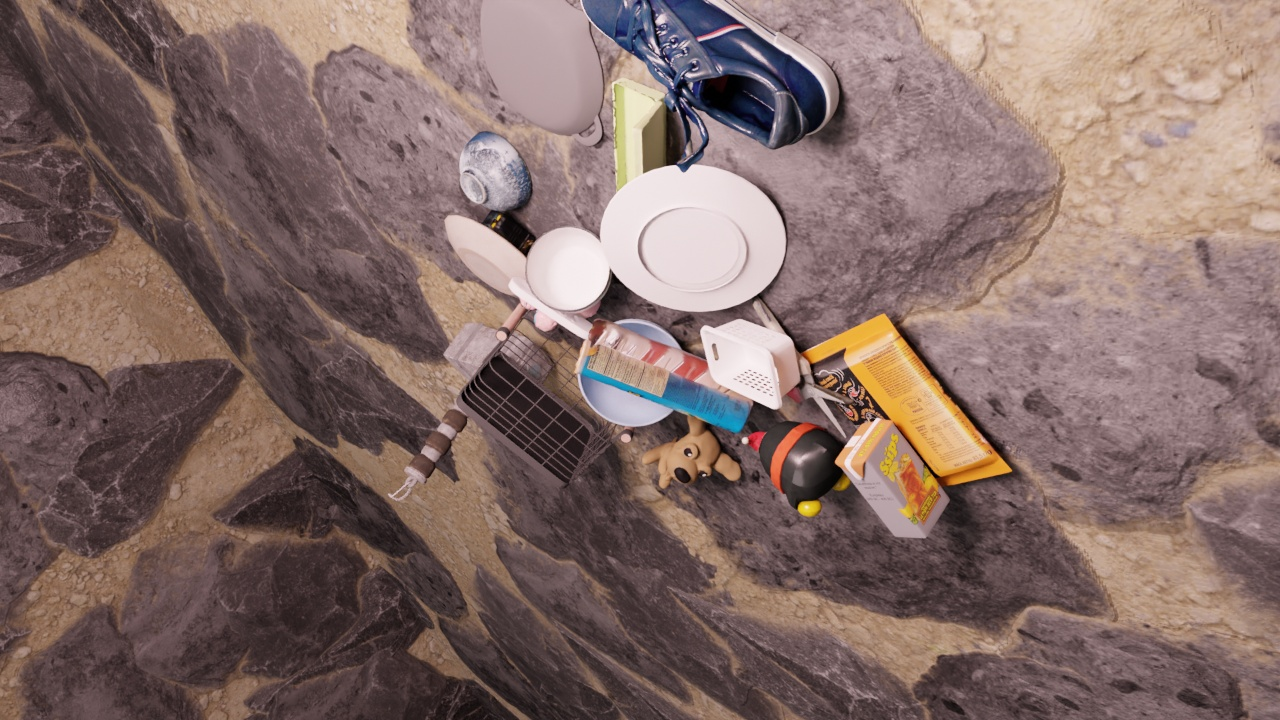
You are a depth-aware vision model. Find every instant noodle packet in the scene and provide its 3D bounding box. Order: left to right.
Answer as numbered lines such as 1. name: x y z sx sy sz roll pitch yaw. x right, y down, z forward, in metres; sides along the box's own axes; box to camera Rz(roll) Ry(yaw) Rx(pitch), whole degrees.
1. instant noodle packet: 0.291 0.056 1.037 0.221 0.032 0.160 50 150 -5

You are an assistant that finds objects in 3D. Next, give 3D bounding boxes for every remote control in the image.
1. remote control: -0.119 -0.071 1.250 0.136 0.043 0.013 33 110 -3

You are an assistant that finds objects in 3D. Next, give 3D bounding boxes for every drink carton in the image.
1. drink carton: 0.284 0.134 1.033 0.125 0.076 0.049 50 152 -15

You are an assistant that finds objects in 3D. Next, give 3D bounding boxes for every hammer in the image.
1. hammer: -0.293 0.090 1.478 0.177 0.325 0.079 15 153 40

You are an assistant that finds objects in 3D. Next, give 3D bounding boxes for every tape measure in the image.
1. tape measure: -0.197 -0.186 1.316 0.063 0.038 0.067 26 171 46

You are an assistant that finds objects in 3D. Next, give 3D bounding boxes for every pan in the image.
1. pan: -0.160 -0.402 1.073 0.354 0.024 0.217 55 147 -11

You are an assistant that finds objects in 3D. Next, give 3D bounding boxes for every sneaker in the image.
1. sneaker: 0.037 -0.285 0.884 0.294 0.127 0.121 37 145 19

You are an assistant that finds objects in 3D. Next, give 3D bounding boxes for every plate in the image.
1. plate: -0.219 -0.142 1.360 0.189 0.027 0.189 31 162 11
2. plate: 0.058 -0.127 1.028 0.209 0.015 0.209 5 137 5

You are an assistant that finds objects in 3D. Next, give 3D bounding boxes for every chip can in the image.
1. chip can: 0.033 0.020 1.184 0.229 0.079 0.080 21 146 -3

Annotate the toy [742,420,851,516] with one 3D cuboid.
1. toy: 0.198 0.123 1.164 0.119 0.097 0.100 31 145 39

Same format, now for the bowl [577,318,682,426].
1. bowl: -0.007 0.007 1.262 0.150 0.074 0.151 2 110 5

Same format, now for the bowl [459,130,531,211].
1. bowl: -0.211 -0.250 1.260 0.114 0.060 0.115 30 143 26

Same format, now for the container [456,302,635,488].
1. container: -0.130 0.048 1.340 0.241 0.162 0.131 40 119 -10

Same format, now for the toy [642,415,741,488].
1. toy: 0.065 0.139 1.335 0.108 0.105 0.134 -15 117 42

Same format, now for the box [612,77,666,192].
1. box: 0.005 -0.215 1.052 0.130 0.064 0.188 -104 9 -45

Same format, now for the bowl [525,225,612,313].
1. bowl: -0.092 -0.117 1.226 0.116 0.116 0.065 43 180 7

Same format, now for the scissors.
1. scissors: 0.178 0.005 1.103 0.199 0.015 0.179 13 128 58

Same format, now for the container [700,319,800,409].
1. container: 0.135 -0.002 1.096 0.129 0.049 0.081 26 139 53

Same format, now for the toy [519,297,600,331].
1. toy: -0.117 -0.093 1.291 0.108 0.105 0.053 53 -175 -5
